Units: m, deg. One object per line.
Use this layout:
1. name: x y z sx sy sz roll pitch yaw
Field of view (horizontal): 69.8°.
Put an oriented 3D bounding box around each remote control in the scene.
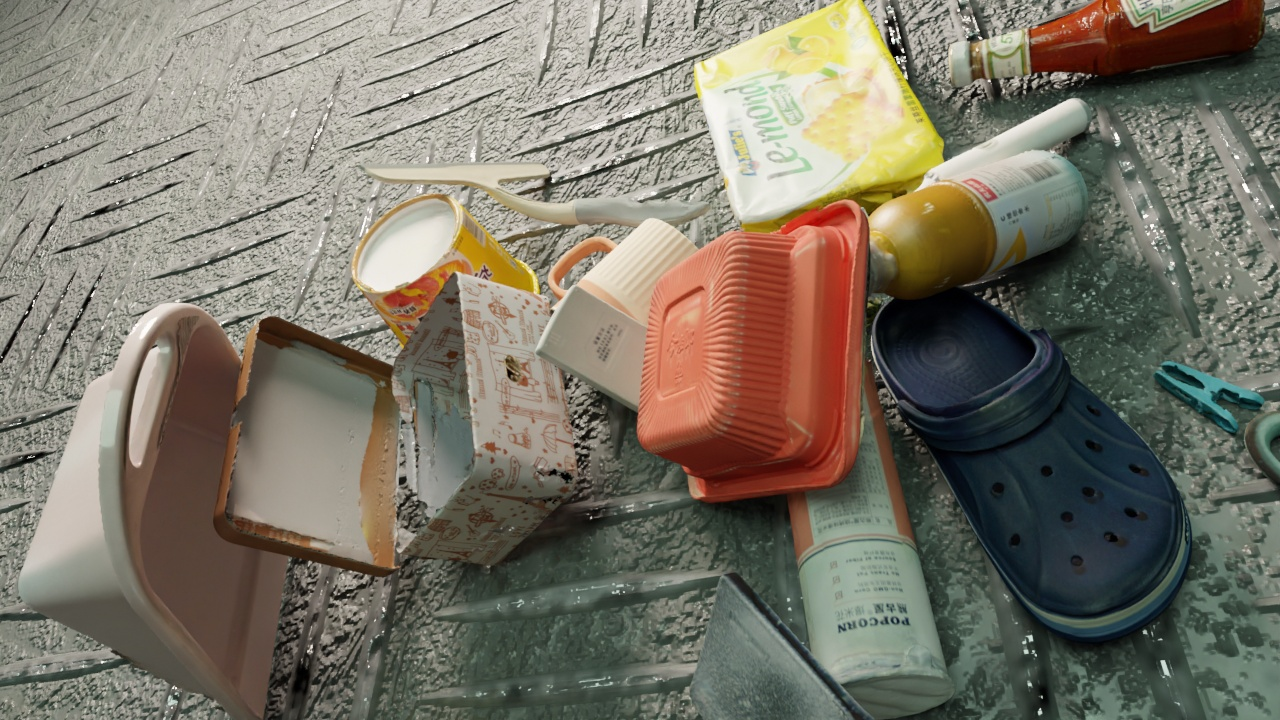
1. remote control: -0.004 0.004 0.643 0.056 0.135 0.019 -64 12 -18

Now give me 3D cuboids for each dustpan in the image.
1. dustpan: -0.279 0.098 0.615 0.139 0.273 0.222 -21 53 18

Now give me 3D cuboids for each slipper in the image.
1. slipper: 0.211 0.032 0.522 0.105 0.095 0.252 -30 43 8

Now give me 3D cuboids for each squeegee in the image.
1. squeegee: -0.055 -0.132 0.768 0.247 0.245 0.039 14 107 25

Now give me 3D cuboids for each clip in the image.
1. clip: 0.322 0.018 0.524 0.049 0.015 0.057 -45 49 -7

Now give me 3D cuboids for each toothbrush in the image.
1. toothbrush: 0.227 -0.131 0.639 0.220 0.026 0.027 -28 13 -17

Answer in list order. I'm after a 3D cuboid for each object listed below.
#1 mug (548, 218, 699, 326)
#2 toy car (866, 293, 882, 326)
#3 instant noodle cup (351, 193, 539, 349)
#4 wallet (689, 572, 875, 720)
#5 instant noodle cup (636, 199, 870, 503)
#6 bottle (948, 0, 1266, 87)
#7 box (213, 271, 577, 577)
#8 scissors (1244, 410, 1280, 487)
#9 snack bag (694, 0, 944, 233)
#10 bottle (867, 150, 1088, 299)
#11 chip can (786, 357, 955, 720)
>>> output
1. mug: -0.015 -0.053 0.710 0.114 0.082 0.105 38 76 28
2. toy car: 0.124 -0.023 0.652 0.105 0.032 0.048 -32 45 -13
3. instant noodle cup: -0.173 -0.068 0.793 0.138 0.110 0.137 -15 51 19
4. wallet: 0.071 0.184 0.483 0.019 0.097 0.121 -8 33 -33
5. instant noodle cup: 0.057 -0.002 0.553 0.189 0.079 0.164 151 127 -64
6. bottle: 0.339 -0.240 0.683 0.206 0.060 0.059 -4 54 26
7. box: -0.173 0.033 0.635 0.157 0.193 0.182 -46 42 35
8. scissors: 0.417 0.018 0.471 0.170 0.019 0.178 8 59 34
9. snack bag: 0.140 -0.187 0.745 0.158 0.068 0.246 -20 49 13
10. bottle: 0.202 -0.082 0.583 0.189 0.068 0.068 -21 41 -26
11. chip can: 0.121 0.091 0.537 0.071 0.071 0.214 -16 49 16
